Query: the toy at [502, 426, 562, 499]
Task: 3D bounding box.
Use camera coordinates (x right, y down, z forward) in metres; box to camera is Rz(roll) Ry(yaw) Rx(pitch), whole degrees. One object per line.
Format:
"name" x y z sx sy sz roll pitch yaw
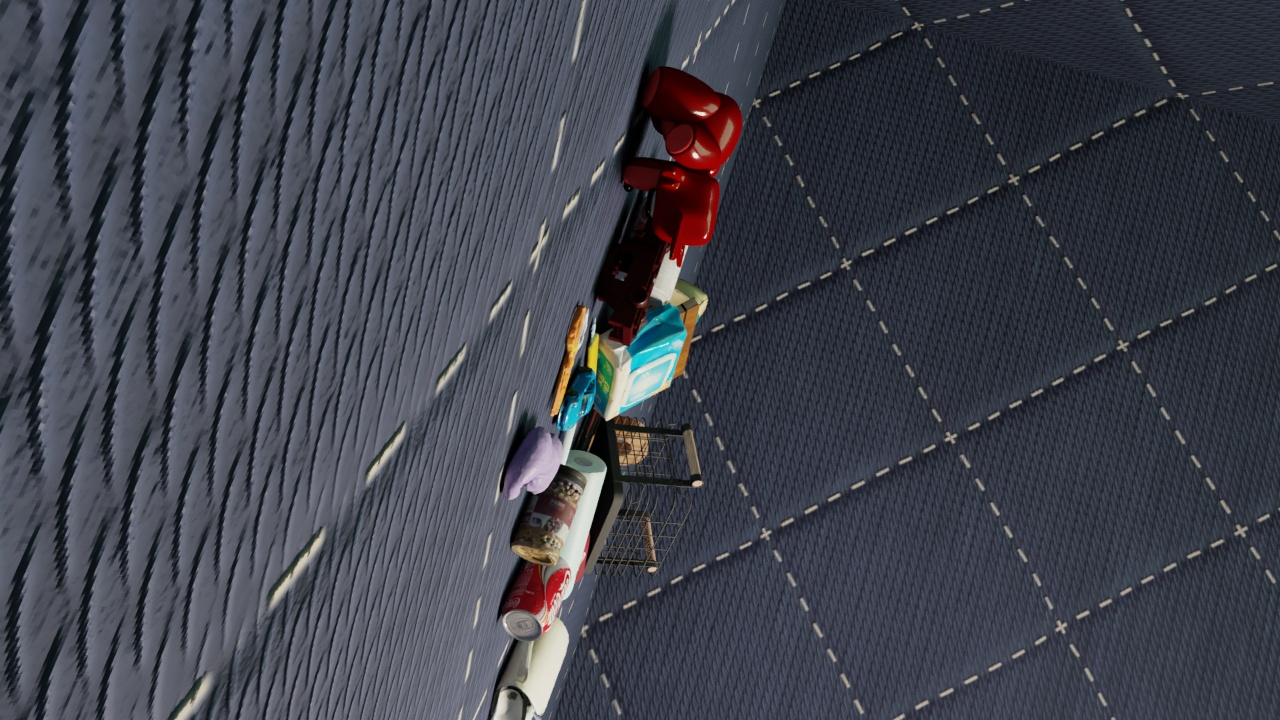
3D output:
"toy" -0.106 0.103 0.898 0.080 0.036 0.100 -61 168 -12

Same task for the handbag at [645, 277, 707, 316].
"handbag" 0.043 -0.090 1.465 0.081 0.111 0.119 -58 178 17

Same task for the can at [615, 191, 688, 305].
"can" 0.020 -0.146 1.186 0.078 0.078 0.136 85 23 -78

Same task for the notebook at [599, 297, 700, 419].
"notebook" 0.013 -0.005 1.368 0.178 0.014 0.250 -29 159 -16

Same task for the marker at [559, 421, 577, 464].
"marker" -0.105 0.138 1.151 0.017 0.017 0.146 -54 160 -76

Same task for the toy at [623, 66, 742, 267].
"toy" 0.043 -0.204 1.000 0.158 0.120 0.197 -43 141 -86

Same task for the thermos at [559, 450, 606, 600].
"thermos" -0.101 0.223 1.212 0.077 0.065 0.207 -64 170 -71

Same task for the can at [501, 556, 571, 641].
"can" -0.129 0.290 1.135 0.104 0.064 0.064 -66 172 -57

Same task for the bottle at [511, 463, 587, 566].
"bottle" -0.104 0.176 1.051 0.056 0.056 0.105 99 10 -61

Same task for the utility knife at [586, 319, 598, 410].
"utility knife" -0.062 0.008 1.173 0.176 0.017 0.030 102 2 -51

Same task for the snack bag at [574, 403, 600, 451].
"snack bag" -0.084 0.128 1.344 0.075 0.018 0.154 100 9 -63

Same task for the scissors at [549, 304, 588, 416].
"scissors" -0.078 0.002 0.999 0.073 0.012 0.131 -46 152 -79

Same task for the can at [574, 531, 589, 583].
"can" -0.109 0.276 1.325 0.114 0.063 0.063 102 7 -50

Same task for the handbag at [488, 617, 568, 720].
"handbag" -0.153 0.432 1.328 0.150 0.074 0.176 -65 171 -57

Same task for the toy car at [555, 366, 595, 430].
"toy car" -0.073 0.046 1.087 0.105 0.032 0.048 -62 169 -60

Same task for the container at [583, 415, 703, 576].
"container" -0.010 0.208 1.394 0.162 0.130 0.242 -99 -157 -44

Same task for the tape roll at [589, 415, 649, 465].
"tape roll" -0.034 0.128 1.460 0.094 0.094 0.027 102 -4 -47

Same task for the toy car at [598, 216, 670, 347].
"toy car" -0.008 -0.107 1.091 0.070 0.062 0.169 96 12 -69

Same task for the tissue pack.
"tissue pack" -0.007 0.007 1.247 0.116 0.066 0.210 -27 160 -20
